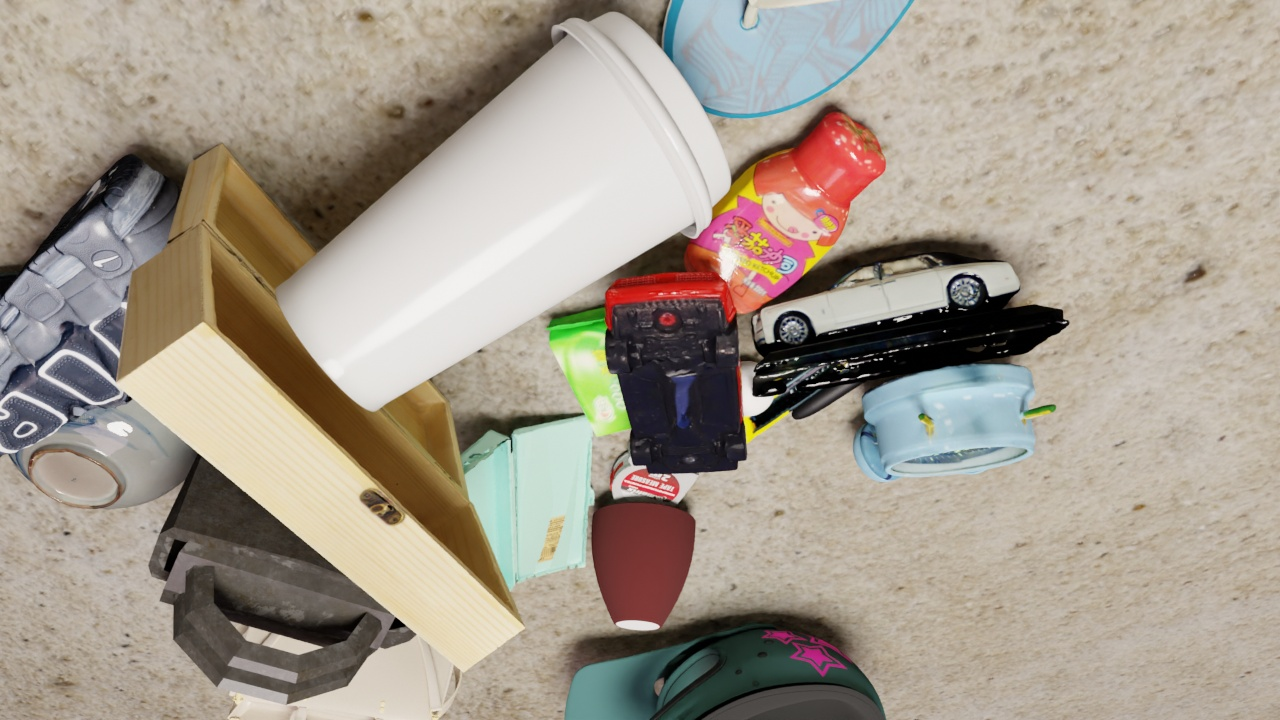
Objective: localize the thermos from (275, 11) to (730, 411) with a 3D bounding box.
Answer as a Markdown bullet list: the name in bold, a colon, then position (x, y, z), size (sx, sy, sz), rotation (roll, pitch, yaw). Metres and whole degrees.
- **thermos**: position (-0.073, -0.071, 0.485), size (0.222, 0.131, 0.131), rotation (-36, 126, -3)

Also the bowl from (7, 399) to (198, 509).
- **bowl**: position (-0.421, 0.071, 0.702), size (0.151, 0.056, 0.151), rotation (1, 131, 0)

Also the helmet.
- **helmet**: position (0.081, 0.339, 0.842), size (0.274, 0.200, 0.176), rotation (-1, 88, -17)

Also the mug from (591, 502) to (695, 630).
- **mug**: position (0.000, 0.178, 0.762), size (0.087, 0.088, 0.114), rotation (5, 152, -1)

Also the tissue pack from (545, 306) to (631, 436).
- **tissue pack**: position (-0.004, 0.004, 0.658), size (0.100, 0.034, 0.114), rotation (-13, 128, 13)

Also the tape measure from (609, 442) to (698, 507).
- **tape measure**: position (0.008, 0.094, 0.744), size (0.060, 0.020, 0.062), rotation (18, 129, -15)

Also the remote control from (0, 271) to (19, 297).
- **remote control**: position (-0.372, -0.046, 0.625), size (0.140, 0.021, 0.045), rotation (-5, 128, -1)

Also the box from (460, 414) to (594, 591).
- **box**: position (-0.100, 0.129, 0.742), size (0.138, 0.052, 0.187), rotation (-28, 141, -35)

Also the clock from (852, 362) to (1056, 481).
- **clock**: position (0.217, 0.049, 0.660), size (0.118, 0.060, 0.162), rotation (-4, 162, -1)

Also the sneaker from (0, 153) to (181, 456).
- **sneaker**: position (-0.336, 0.000, 0.594), size (0.253, 0.097, 0.150), rotation (-42, 123, 16)

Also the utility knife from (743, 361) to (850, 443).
- **utility knife**: position (0.124, 0.012, 0.674), size (0.028, 0.020, 0.173), rotation (34, 122, -27)

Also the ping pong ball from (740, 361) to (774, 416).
- **ping pong ball**: position (0.077, 0.020, 0.666), size (0.040, 0.040, 0.040), rotation (0, 131, 0)

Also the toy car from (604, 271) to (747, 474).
- **toy car**: position (0.027, 0.016, 0.608), size (0.081, 0.056, 0.190), rotation (-3, 139, 8)

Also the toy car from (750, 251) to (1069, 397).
- **toy car**: position (0.161, -0.027, 0.599), size (0.192, 0.071, 0.094), rotation (-12, 167, 6)

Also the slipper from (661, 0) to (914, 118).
- **slipper**: position (0.114, -0.230, 0.437), size (0.118, 0.060, 0.296), rotation (19, 129, -20)

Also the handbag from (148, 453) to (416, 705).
- **handbag**: position (-0.254, 0.158, 0.683), size (0.197, 0.199, 0.103), rotation (24, 127, -18)

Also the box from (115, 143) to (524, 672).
- **box**: position (-0.175, 0.019, 0.534), size (0.068, 0.253, 0.247), rotation (-30, 126, 4)

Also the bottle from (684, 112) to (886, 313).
- **bottle**: position (0.089, -0.091, 0.564), size (0.071, 0.048, 0.134), rotation (31, 124, -21)

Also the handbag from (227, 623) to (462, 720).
- **handbag**: position (-0.252, 0.268, 0.779), size (0.194, 0.197, 0.101), rotation (14, 130, -12)

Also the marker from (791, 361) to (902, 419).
- **marker**: position (0.164, 0.008, 0.669), size (0.015, 0.018, 0.134), rotation (27, 127, -39)
